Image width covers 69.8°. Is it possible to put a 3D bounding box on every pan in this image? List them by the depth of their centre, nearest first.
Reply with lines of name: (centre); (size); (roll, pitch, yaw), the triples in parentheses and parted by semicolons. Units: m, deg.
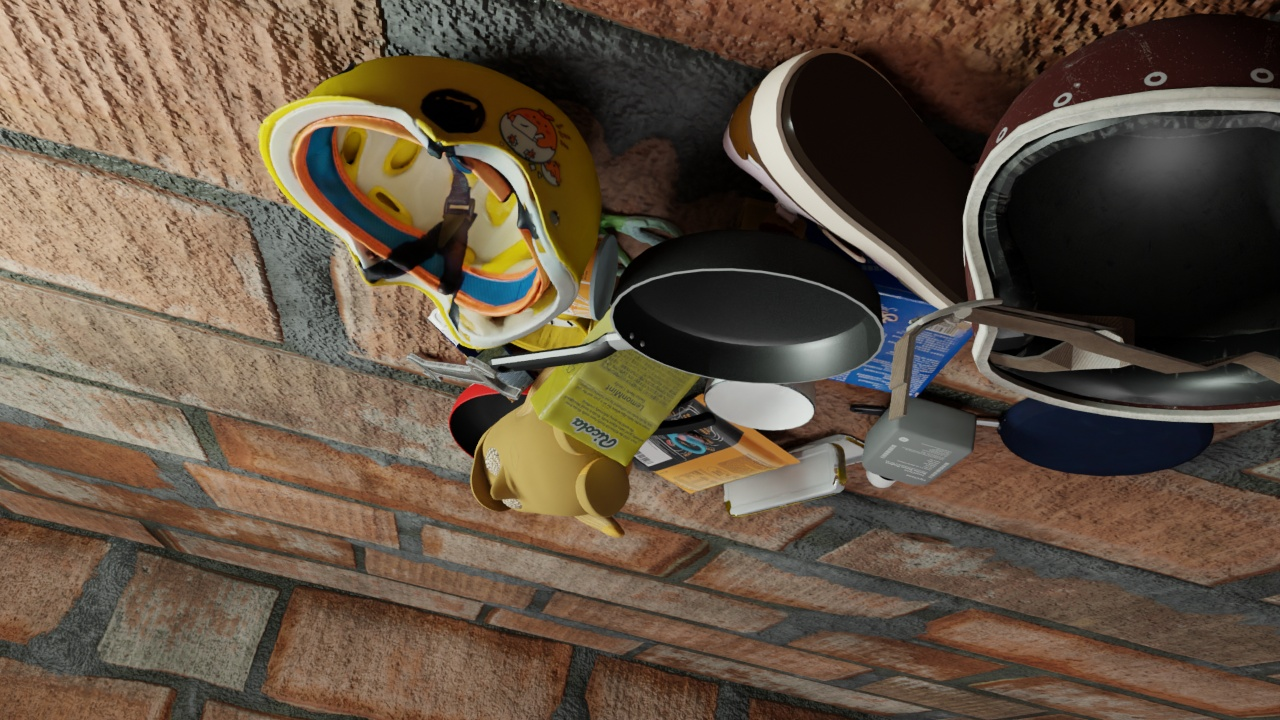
pan: (0.017, -0.028, 0.738); (0.357, 0.044, 0.204); (-7, 154, 33)
pan: (0.405, 0.072, 0.977); (0.357, 0.021, 0.199); (5, 152, 15)
pan: (-0.070, 0.076, 1.116); (0.357, 0.067, 0.209); (-12, 138, 27)

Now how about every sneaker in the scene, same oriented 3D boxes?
sneaker: (0.177, -0.104, 0.660); (0.293, 0.111, 0.116); (24, 172, -26)

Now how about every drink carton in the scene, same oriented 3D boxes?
drink carton: (-0.170, -0.012, 0.994); (0.064, 0.040, 0.130); (37, 169, 36)

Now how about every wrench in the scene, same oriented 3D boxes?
wrench: (-0.203, 0.013, 1.017); (0.070, 0.010, 0.274); (41, 163, -26)

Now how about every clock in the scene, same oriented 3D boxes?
clock: (-0.087, -0.048, 0.912); (0.152, 0.052, 0.113); (-3, 150, 36)

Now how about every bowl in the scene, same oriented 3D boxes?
bowl: (0.125, 0.021, 0.942); (0.113, 0.063, 0.114); (10, 153, 5)

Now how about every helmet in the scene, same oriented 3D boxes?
helmet: (0.285, -0.060, 0.512); (0.234, 0.253, 0.233); (6, 168, 23)
helmet: (-0.133, -0.136, 0.670); (0.240, 0.139, 0.210); (35, 147, -12)

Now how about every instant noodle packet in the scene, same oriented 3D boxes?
instant noodle packet: (0.070, 0.112, 1.163); (0.160, 0.032, 0.221); (35, 146, -21)

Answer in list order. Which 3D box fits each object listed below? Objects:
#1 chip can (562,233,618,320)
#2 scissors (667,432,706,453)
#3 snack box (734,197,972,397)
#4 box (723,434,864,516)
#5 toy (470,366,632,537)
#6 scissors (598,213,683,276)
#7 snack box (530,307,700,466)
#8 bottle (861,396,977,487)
chip can: (-0.133, -0.090, 0.805); (0.215, 0.075, 0.075); (10, 153, 11)
scissors: (0.021, 0.065, 1.096); (0.135, 0.015, 0.136); (21, 142, 10)
snack box: (0.168, -0.048, 0.785); (0.203, 0.069, 0.155); (12, 153, 0)
box: (0.192, 0.155, 1.157); (0.079, 0.080, 0.210); (28, 148, -25)
toy: (-0.109, 0.109, 1.012); (0.204, 0.198, 0.162); (-14, -172, 43)
scissors: (-0.046, -0.120, 0.794); (0.170, 0.028, 0.139); (24, 153, -14)
snack box: (-0.005, 0.005, 0.886); (0.121, 0.045, 0.181); (32, 104, -35)
bottle: (0.295, 0.099, 1.017); (0.084, 0.046, 0.174); (16, 154, 1)
